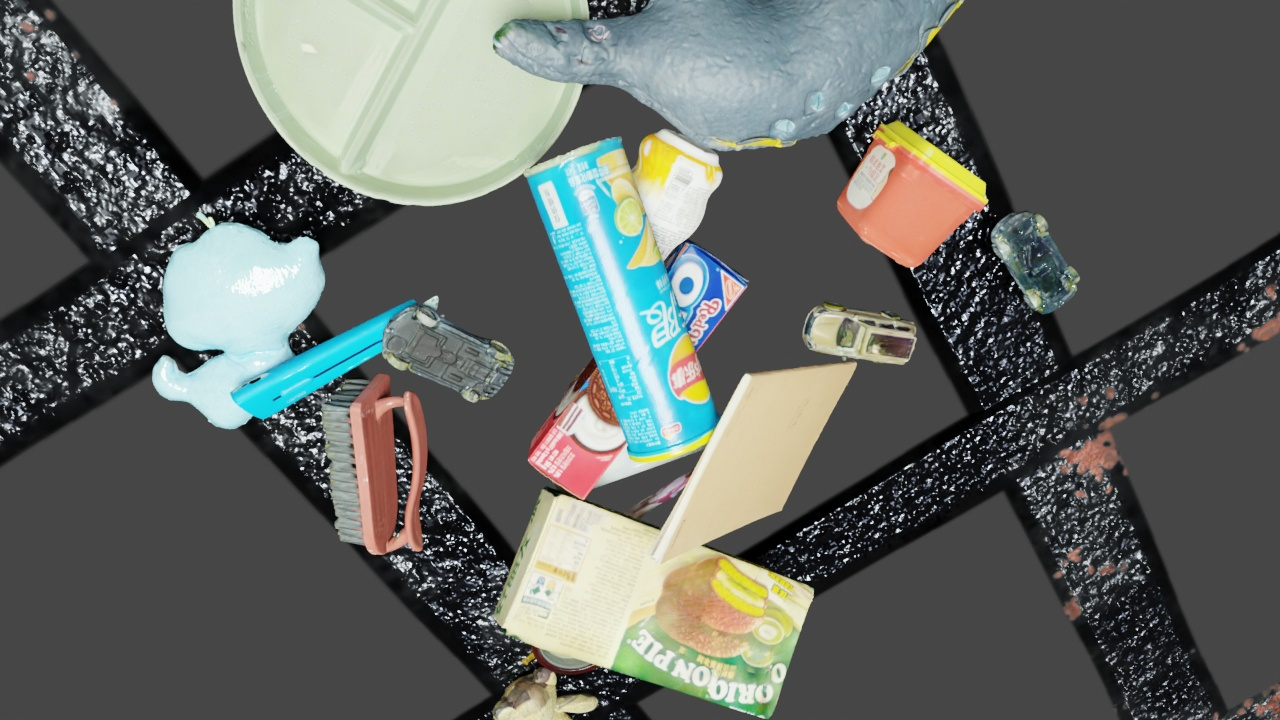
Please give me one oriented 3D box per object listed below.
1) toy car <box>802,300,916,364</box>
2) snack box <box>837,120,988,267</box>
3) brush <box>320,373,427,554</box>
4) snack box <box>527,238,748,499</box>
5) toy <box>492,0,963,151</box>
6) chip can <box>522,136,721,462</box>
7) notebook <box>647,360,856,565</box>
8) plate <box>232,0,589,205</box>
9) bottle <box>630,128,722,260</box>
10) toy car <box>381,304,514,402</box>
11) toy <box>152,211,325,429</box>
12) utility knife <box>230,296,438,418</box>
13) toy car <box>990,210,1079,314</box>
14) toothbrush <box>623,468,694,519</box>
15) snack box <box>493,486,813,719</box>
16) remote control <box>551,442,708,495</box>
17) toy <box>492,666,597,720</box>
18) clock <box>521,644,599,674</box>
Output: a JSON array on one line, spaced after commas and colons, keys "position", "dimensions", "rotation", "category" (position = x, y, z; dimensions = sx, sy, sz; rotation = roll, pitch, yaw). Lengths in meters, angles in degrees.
[{"position": [0.176, -0.020, 0.738], "dimensions": [0.090, 0.035, 0.042], "rotation": [9, 108, -9], "category": "toy car"}, {"position": [0.192, -0.121, 0.671], "dimensions": [0.082, 0.091, 0.080], "rotation": [29, 112, -18], "category": "snack box"}, {"position": [-0.201, 0.088, 0.712], "dimensions": [0.069, 0.063, 0.146], "rotation": [5, 113, 4], "category": "brush"}, {"position": [-0.004, 0.004, 0.698], "dimensions": [0.057, 0.058, 0.207], "rotation": [36, 97, -9], "category": "snack box"}, {"position": [0.084, -0.212, 0.612], "dimensions": [0.356, 0.091, 0.138], "rotation": [-14, 119, -5], "category": "toy"}, {"position": [-0.009, -0.040, 0.622], "dimensions": [0.071, 0.071, 0.210], "rotation": [-20, 100, 0], "category": "chip can"}, {"position": [0.093, 0.069, 0.696], "dimensions": [0.012, 0.211, 0.150], "rotation": [34, 109, 26], "category": "notebook"}, {"position": [-0.149, -0.219, 0.612], "dimensions": [0.230, 0.027, 0.230], "rotation": [-3, 113, -7], "category": "plate"}, {"position": [0.012, -0.109, 0.662], "dimensions": [0.063, 0.063, 0.108], "rotation": [22, 109, -16], "category": "bottle"}, {"position": [-0.146, -0.007, 0.694], "dimensions": [0.105, 0.031, 0.049], "rotation": [28, 104, -34], "category": "toy car"}, {"position": [-0.289, -0.029, 0.658], "dimensions": [0.161, 0.049, 0.156], "rotation": [-23, 125, 2], "category": "toy"}, {"position": [-0.219, -0.005, 0.676], "dimensions": [0.160, 0.018, 0.034], "rotation": [-31, 141, -14], "category": "utility knife"}, {"position": [0.313, -0.079, 0.734], "dimensions": [0.043, 0.034, 0.090], "rotation": [-37, 110, 10], "category": "toy car"}, {"position": [0.023, 0.116, 0.783], "dimensions": [0.188, 0.016, 0.017], "rotation": [-35, 122, 6], "category": "toothbrush"}, {"position": [0.013, 0.195, 0.741], "dimensions": [0.240, 0.063, 0.114], "rotation": [23, 82, -17], "category": "snack box"}, {"position": [-0.012, 0.068, 0.754], "dimensions": [0.136, 0.020, 0.056], "rotation": [-20, 112, 2], "category": "remote control"}, {"position": [-0.082, 0.349, 0.844], "dimensions": [0.105, 0.066, 0.157], "rotation": [-37, 122, -28], "category": "toy"}, {"position": [-0.047, 0.222, 0.794], "dimensions": [0.122, 0.055, 0.082], "rotation": [-9, 113, -6], "category": "clock"}]
